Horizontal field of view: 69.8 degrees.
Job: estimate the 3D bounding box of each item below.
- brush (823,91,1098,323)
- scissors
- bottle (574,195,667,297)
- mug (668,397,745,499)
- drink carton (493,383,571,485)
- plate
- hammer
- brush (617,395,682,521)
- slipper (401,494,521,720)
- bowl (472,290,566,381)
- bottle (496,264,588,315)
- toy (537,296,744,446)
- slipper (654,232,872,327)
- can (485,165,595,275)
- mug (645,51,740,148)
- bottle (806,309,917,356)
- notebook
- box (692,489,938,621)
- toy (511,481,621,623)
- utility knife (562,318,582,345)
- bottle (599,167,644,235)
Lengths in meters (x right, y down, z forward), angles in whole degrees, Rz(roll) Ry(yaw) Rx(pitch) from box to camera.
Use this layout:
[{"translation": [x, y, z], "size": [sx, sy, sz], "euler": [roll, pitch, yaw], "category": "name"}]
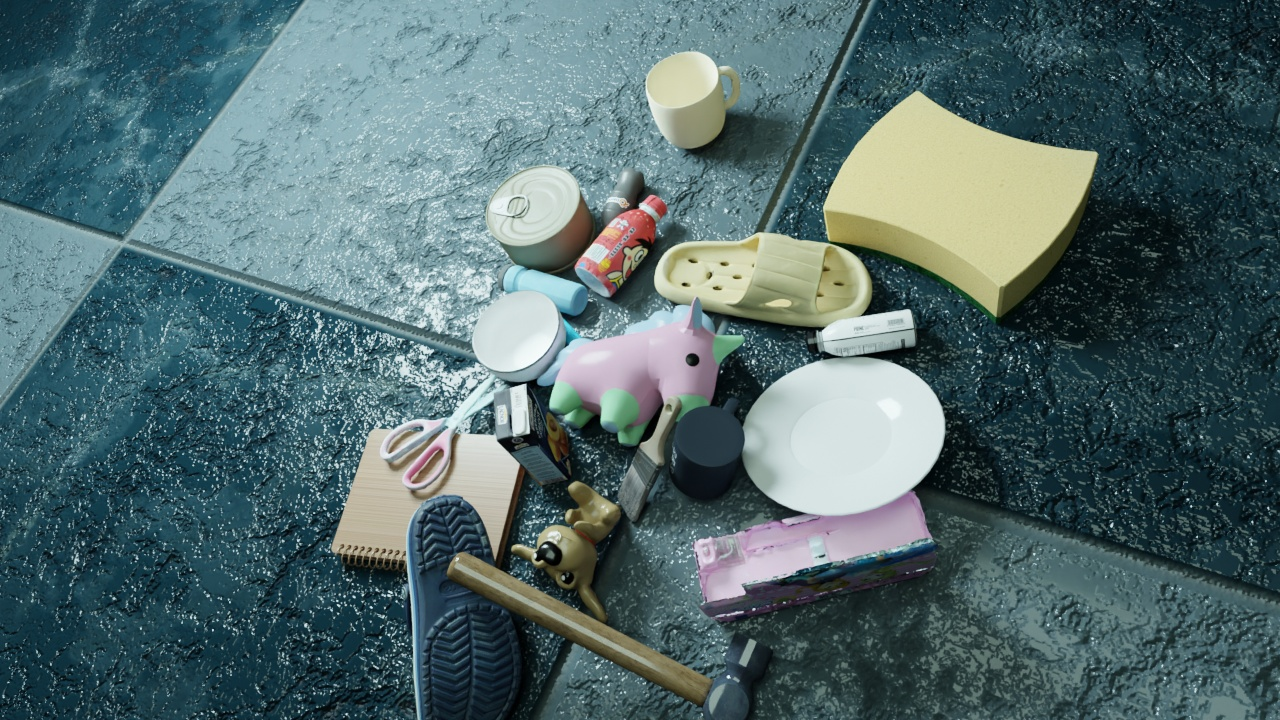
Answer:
[{"translation": [0.355, -0.178, 1.033], "size": [0.250, 0.075, 0.194], "euler": [31, 75, 30], "category": "brush"}, {"translation": [-0.238, 0.069, 1.102], "size": [0.105, 0.016, 0.178], "euler": [30, 73, 30], "category": "scissors"}, {"translation": [-0.018, -0.148, 1.146], "size": [0.062, 0.062, 0.137], "euler": [32, 76, 30], "category": "bottle"}, {"translation": [0.077, 0.085, 0.968], "size": [0.071, 0.078, 0.104], "euler": [28, 59, 14], "category": "mug"}, {"translation": [-0.118, 0.083, 1.007], "size": [0.040, 0.130, 0.064], "euler": [-16, 57, 9], "category": "drink carton"}, {"translation": [0.208, 0.077, 0.954], "size": [0.209, 0.015, 0.208], "euler": [-13, 43, 12], "category": "plate"}, {"translation": [-0.044, 0.268, 0.886], "size": [0.322, 0.040, 0.129], "euler": [24, 73, 10], "category": "hammer"}, {"translation": [0.011, 0.102, 0.974], "size": [0.039, 0.012, 0.151], "euler": [44, 121, 38], "category": "brush"}, {"translation": [-0.191, 0.268, 0.954], "size": [0.105, 0.095, 0.252], "euler": [-2, 75, -26], "category": "slipper"}, {"translation": [-0.140, -0.023, 1.113], "size": [0.113, 0.063, 0.113], "euler": [-8, 60, 15], "category": "bowl"}, {"translation": [-0.129, -0.092, 1.163], "size": [0.130, 0.040, 0.040], "euler": [19, 69, 26], "category": "bottle"}, {"translation": [-0.006, 0.006, 1.033], "size": [0.222, 0.120, 0.171], "euler": [16, 72, 30], "category": "toy"}, {"translation": [0.136, -0.108, 1.066], "size": [0.262, 0.079, 0.111], "euler": [7, 61, 22], "category": "slipper"}, {"translation": [-0.127, -0.181, 1.192], "size": [0.128, 0.073, 0.127], "euler": [-8, 60, 14], "category": "can"}, {"translation": [0.074, -0.336, 1.199], "size": [0.120, 0.100, 0.096], "euler": [-20, 59, 4], "category": "mug"}, {"translation": [0.241, -0.027, 1.006], "size": [0.116, 0.041, 0.041], "euler": [-9, 59, 13], "category": "bottle"}, {"translation": [-0.245, 0.164, 1.067], "size": [0.211, 0.022, 0.168], "euler": [2, 62, 19], "category": "notebook"}, {"translation": [0.161, 0.178, 0.878], "size": [0.230, 0.106, 0.086], "euler": [-16, 59, 9], "category": "box"}, {"translation": [-0.065, 0.189, 0.956], "size": [0.134, 0.106, 0.108], "euler": [31, 86, 26], "category": "toy"}, {"translation": [-0.087, -0.033, 1.132], "size": [0.022, 0.015, 0.124], "euler": [-37, 55, -7], "category": "utility knife"}, {"translation": [-0.027, -0.200, 1.193], "size": [0.036, 0.036, 0.109], "euler": [13, 66, 24], "category": "bottle"}]
